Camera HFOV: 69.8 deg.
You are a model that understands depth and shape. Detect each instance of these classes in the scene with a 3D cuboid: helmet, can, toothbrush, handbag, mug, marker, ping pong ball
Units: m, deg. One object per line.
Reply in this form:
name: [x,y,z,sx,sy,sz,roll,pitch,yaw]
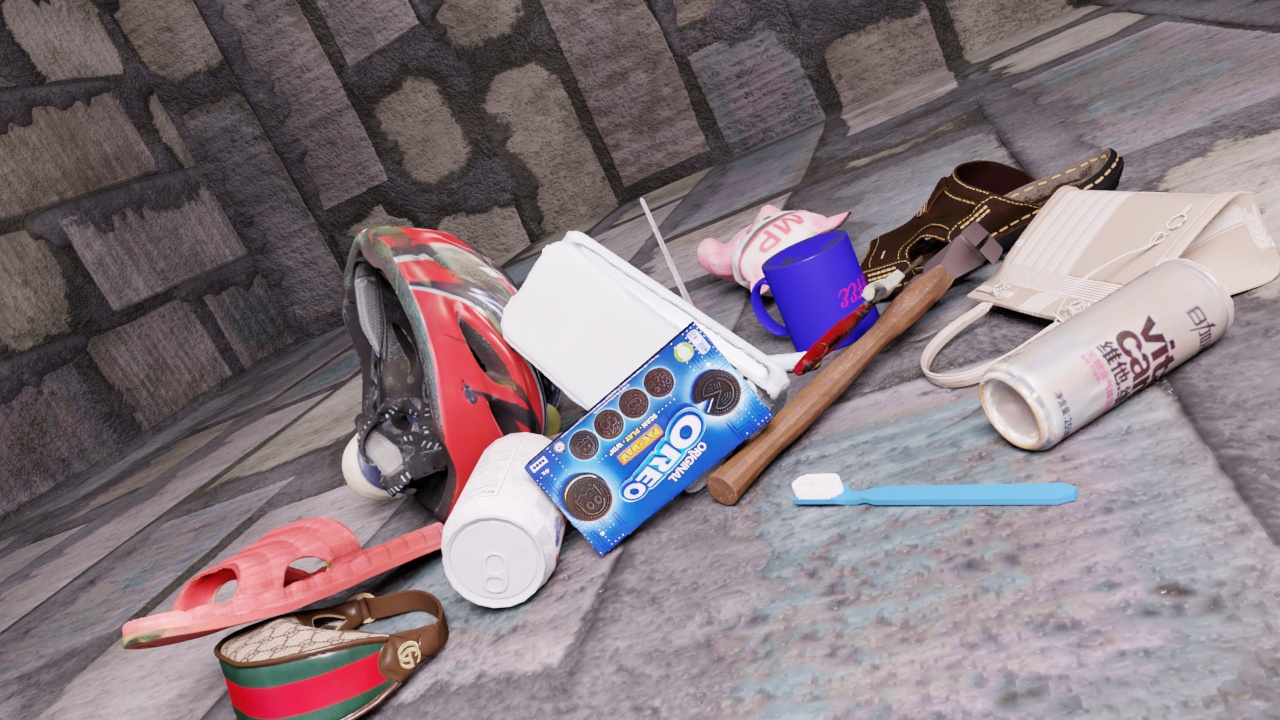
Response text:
helmet: [-0.169,0.006,0.785,0.166,0.272,0.217,-24,41,-27]
can: [0.257,-0.003,0.509,0.135,0.054,0.054,-28,15,-12]
toothbrush: [0.153,0.071,0.505,0.167,0.014,0.016,-9,22,46]
handbag: [-0.203,0.193,0.615,0.138,0.063,0.167,-15,2,-37]
handbag: [0.283,-0.042,0.635,0.198,0.062,0.175,-34,15,0]
mug: [0.148,-0.058,0.822,0.111,0.083,0.079,-11,20,43]
can: [-0.091,0.109,0.650,0.078,0.078,0.136,-23,15,9]
marker: [0.099,0.005,0.817,0.017,0.017,0.147,-36,17,-35]
ping pong ball: [-0.098,0.061,0.904,0.040,0.040,0.040,-24,15,6]
toothbrush: [0.042,-0.068,0.841,0.010,0.181,0.010,-12,25,33]

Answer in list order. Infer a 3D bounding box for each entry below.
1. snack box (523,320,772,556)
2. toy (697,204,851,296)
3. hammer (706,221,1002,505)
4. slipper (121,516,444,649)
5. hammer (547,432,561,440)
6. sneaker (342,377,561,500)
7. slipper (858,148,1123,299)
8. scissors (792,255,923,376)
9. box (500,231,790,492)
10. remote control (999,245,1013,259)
snack box: [0.005,0.053,0.611,0.150,0.082,0.027,-41,5,6]
toy: [0.151,-0.126,1.057,0.142,0.084,0.213,-30,13,-9]
hammer: [0.162,-0.004,0.675,0.322,0.033,0.116,-39,-7,-29]
slipper: [-0.246,0.146,0.669,0.104,0.059,0.248,-23,-7,38]
hammer: [-0.001,0.017,0.914,0.138,0.035,0.313,-23,14,13]
sneaker: [-0.173,0.068,0.931,0.119,0.091,0.232,-11,12,36]
slipper: [0.287,-0.130,0.825,0.269,0.076,0.112,-25,12,35]
scissors: [0.179,-0.044,0.722,0.187,0.015,0.179,-43,-10,-8]
box: [-0.009,0.007,0.682,0.124,0.215,0.107,-51,-18,-16]
remote control: [0.333,-0.095,0.790,0.046,0.009,0.124,-22,15,15]
